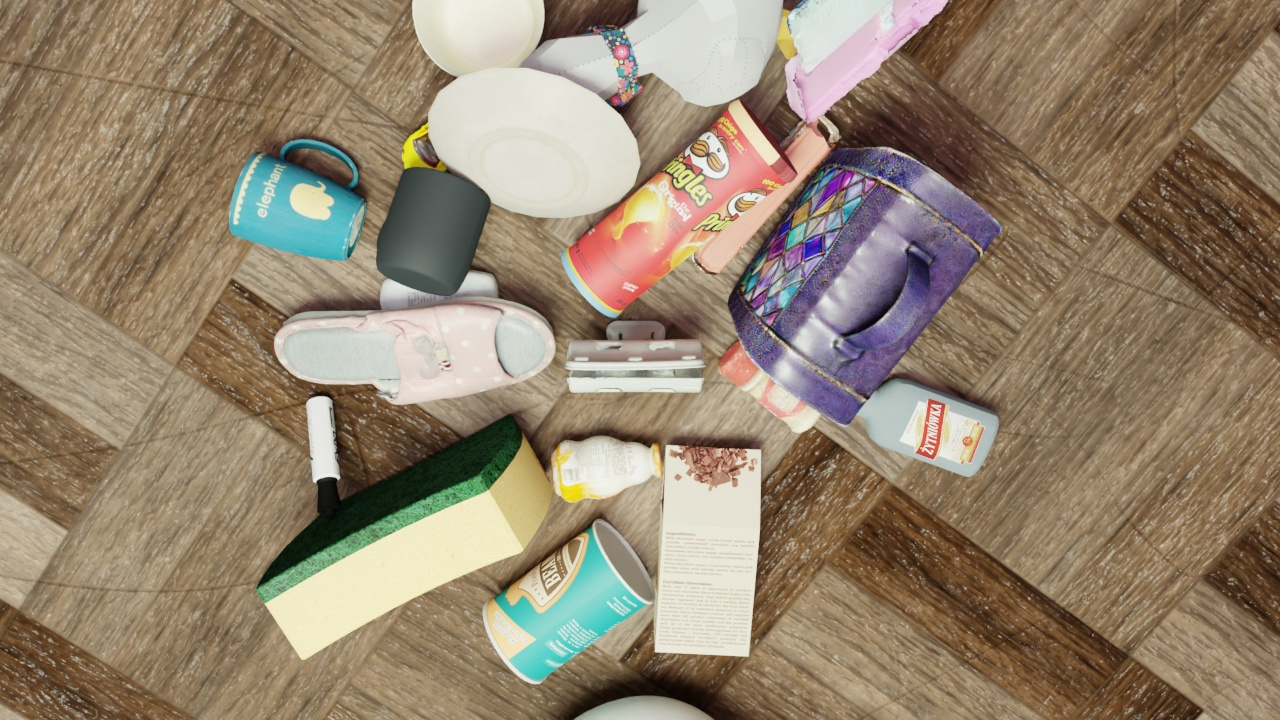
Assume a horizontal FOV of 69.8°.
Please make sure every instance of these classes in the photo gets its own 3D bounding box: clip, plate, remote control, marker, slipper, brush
[{"bbox_3d":[-0.005,0.005,0.857,0.125,0.147,0.081,2,94,-1],"label":"clip"},{"bbox_3d":[-0.095,-0.177,0.808,0.188,0.189,0.027,11,61,-2],"label":"plate"},{"bbox_3d":[-0.197,-0.060,0.900,0.114,0.028,0.060,-2,103,0],"label":"remote control"},{"bbox_3d":[-0.310,0.095,0.899,0.025,0.025,0.125,-17,63,3],"label":"marker"},{"bbox_3d":[-0.218,-0.006,0.879,0.274,0.054,0.114,-3,132,5],"label":"slipper"},{"bbox_3d":[-0.211,0.155,0.861,0.250,0.195,0.075,-27,101,5],"label":"brush"}]

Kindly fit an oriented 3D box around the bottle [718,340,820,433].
[{"bbox_3d":[0.129,0.026,0.912,0.109,0.044,0.044,38,99,-9],"label":"bottle"}]

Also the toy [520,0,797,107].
[{"bbox_3d":[0.028,-0.280,0.781,0.267,0.247,0.141,-26,100,-17],"label":"toy"}]

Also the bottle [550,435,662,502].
[{"bbox_3d":[-0.033,0.106,0.918,0.108,0.063,0.063,-7,102,1],"label":"bottle"}]

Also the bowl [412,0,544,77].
[{"bbox_3d":[-0.142,-0.309,0.829,0.115,0.062,0.115,0,102,0],"label":"bowl"}]

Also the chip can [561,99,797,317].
[{"bbox_3d":[0.033,-0.135,0.837,0.214,0.087,0.087,-37,100,18],"label":"chip can"}]

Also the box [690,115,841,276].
[{"bbox_3d":[0.118,-0.156,0.872,0.058,0.053,0.187,44,99,24],"label":"box"}]

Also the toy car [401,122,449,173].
[{"bbox_3d":[-0.181,-0.211,0.867,0.107,0.030,0.049,-39,100,9],"label":"toy car"}]

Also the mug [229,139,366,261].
[{"bbox_3d":[-0.312,-0.152,0.861,0.104,0.085,0.112,19,73,-10],"label":"mug"}]

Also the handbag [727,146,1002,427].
[{"bbox_3d":[0.186,-0.067,0.794,0.125,0.222,0.205,32,102,-15],"label":"handbag"}]

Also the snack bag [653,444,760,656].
[{"bbox_3d":[0.067,0.187,0.932,0.094,0.070,0.206,3,102,-1],"label":"snack bag"}]

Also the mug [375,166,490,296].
[{"bbox_3d":[-0.206,-0.117,0.855,0.122,0.085,0.094,5,74,40],"label":"mug"}]

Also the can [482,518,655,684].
[{"bbox_3d":[-0.072,0.243,0.929,0.144,0.099,0.099,-37,100,7],"label":"can"}]

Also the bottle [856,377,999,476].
[{"bbox_3d":[0.268,0.057,0.916,0.161,0.046,0.072,20,101,-4],"label":"bottle"}]

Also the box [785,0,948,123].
[{"bbox_3d":[0.214,-0.317,0.773,0.230,0.159,0.035,-41,70,2],"label":"box"}]

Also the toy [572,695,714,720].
[{"bbox_3d":[0.017,0.474,0.892,0.265,0.281,0.263,-15,103,-26],"label":"toy"}]
